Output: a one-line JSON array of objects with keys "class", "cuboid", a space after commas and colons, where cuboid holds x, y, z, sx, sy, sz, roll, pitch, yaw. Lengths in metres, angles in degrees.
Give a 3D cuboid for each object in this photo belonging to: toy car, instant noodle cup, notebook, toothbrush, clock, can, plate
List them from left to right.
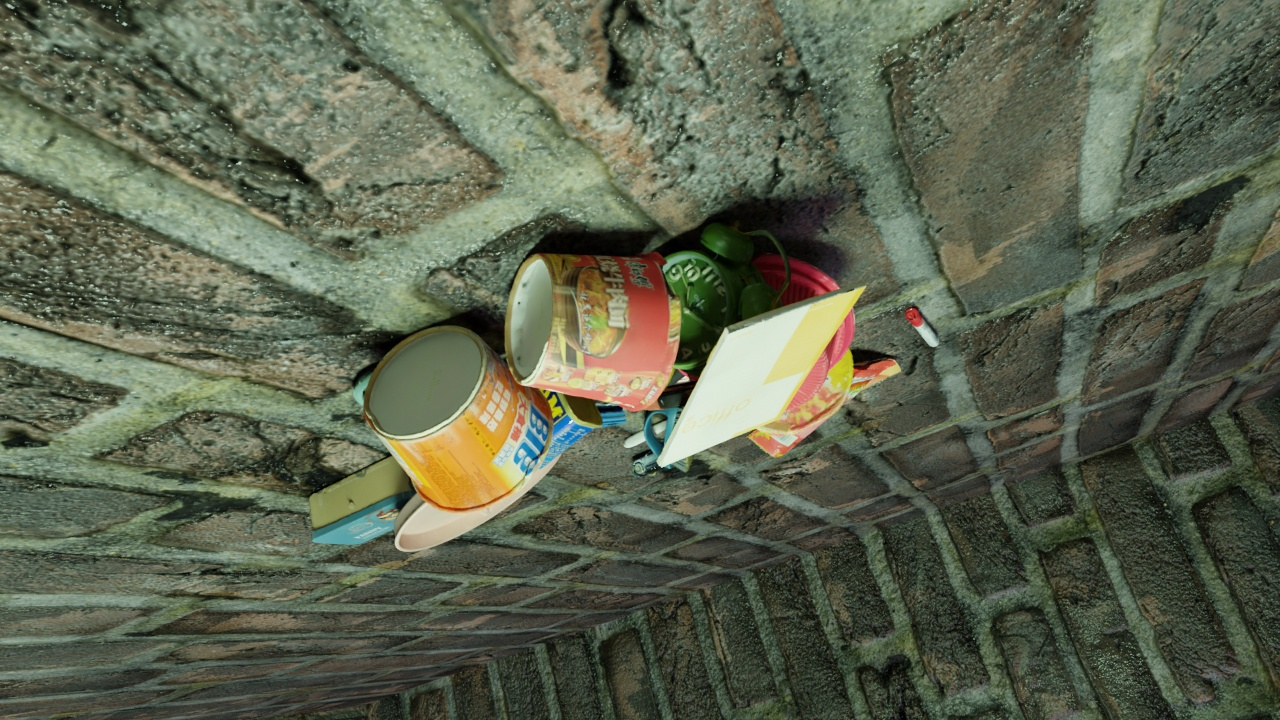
[{"class": "instant noodle cup", "cuboid": [-0.169, 0.047, 0.829, 0.151, 0.151, 0.111, -20, 140, 9]}, {"class": "plate", "cuboid": [-0.194, 0.152, 1.097, 0.229, 0.028, 0.230, -33, 164, -11]}, {"class": "can", "cuboid": [-0.098, 0.047, 0.917, 0.083, 0.102, 0.057, -39, 152, 18]}, {"class": "instant noodle cup", "cuboid": [-0.046, -0.027, 0.768, 0.108, 0.137, 0.138, 5, 151, -27]}, {"class": "toy car", "cuboid": [0.033, 0.146, 1.367, 0.106, 0.031, 0.049, -26, 156, 18]}, {"class": "toothbrush", "cuboid": [0.045, 0.079, 1.238, 0.181, 0.016, 0.016, -29, 147, 28]}, {"class": "clock", "cuboid": [0.063, -0.051, 0.794, 0.162, 0.116, 0.056, -36, 157, 31]}, {"class": "notebook", "cuboid": [0.100, 0.016, 0.798, 0.145, 0.010, 0.207, -18, 152, -28]}, {"class": "instant noodle cup", "cuboid": [0.113, -0.011, 0.895, 0.194, 0.065, 0.194, 3, 135, 3]}, {"class": "instant noodle cup", "cuboid": [0.175, 0.015, 1.031, 0.138, 0.138, 0.109, -23, 165, 16]}]

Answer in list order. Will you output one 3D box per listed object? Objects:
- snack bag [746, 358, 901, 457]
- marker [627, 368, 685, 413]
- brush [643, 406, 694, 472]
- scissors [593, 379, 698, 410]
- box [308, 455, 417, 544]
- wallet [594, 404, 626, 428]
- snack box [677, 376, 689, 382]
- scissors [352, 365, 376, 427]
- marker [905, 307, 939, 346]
[{"class": "snack bag", "cuboid": [0.249, 0.057, 1.275, 0.208, 0.073, 0.128, -38, 155, 33]}, {"class": "marker", "cuboid": [0.029, 0.020, 0.998, 0.022, 0.020, 0.132, -10, 157, -48]}, {"class": "brush", "cuboid": [0.040, 0.092, 1.200, 0.073, 0.055, 0.144, 15, 145, 9]}, {"class": "scissors", "cuboid": [0.008, 0.035, 0.902, 0.182, 0.015, 0.209, -13, -177, 0]}, {"class": "box", "cuboid": [-0.330, 0.176, 1.141, 0.185, 0.063, 0.089, -28, 156, 23]}, {"class": "wallet", "cuboid": [-0.095, 0.063, 1.035, 0.132, 0.040, 0.106, -4, -179, -29]}, {"class": "snack box", "cuboid": [-0.006, 0.006, 1.007, 0.155, 0.027, 0.077, -7, 156, -23]}, {"class": "scissors", "cuboid": [-0.213, 0.031, 0.935, 0.174, 0.019, 0.170, -16, 160, 0]}, {"class": "marker", "cuboid": [0.362, -0.040, 1.172, 0.017, 0.017, 0.145, -25, 157, 21]}]
